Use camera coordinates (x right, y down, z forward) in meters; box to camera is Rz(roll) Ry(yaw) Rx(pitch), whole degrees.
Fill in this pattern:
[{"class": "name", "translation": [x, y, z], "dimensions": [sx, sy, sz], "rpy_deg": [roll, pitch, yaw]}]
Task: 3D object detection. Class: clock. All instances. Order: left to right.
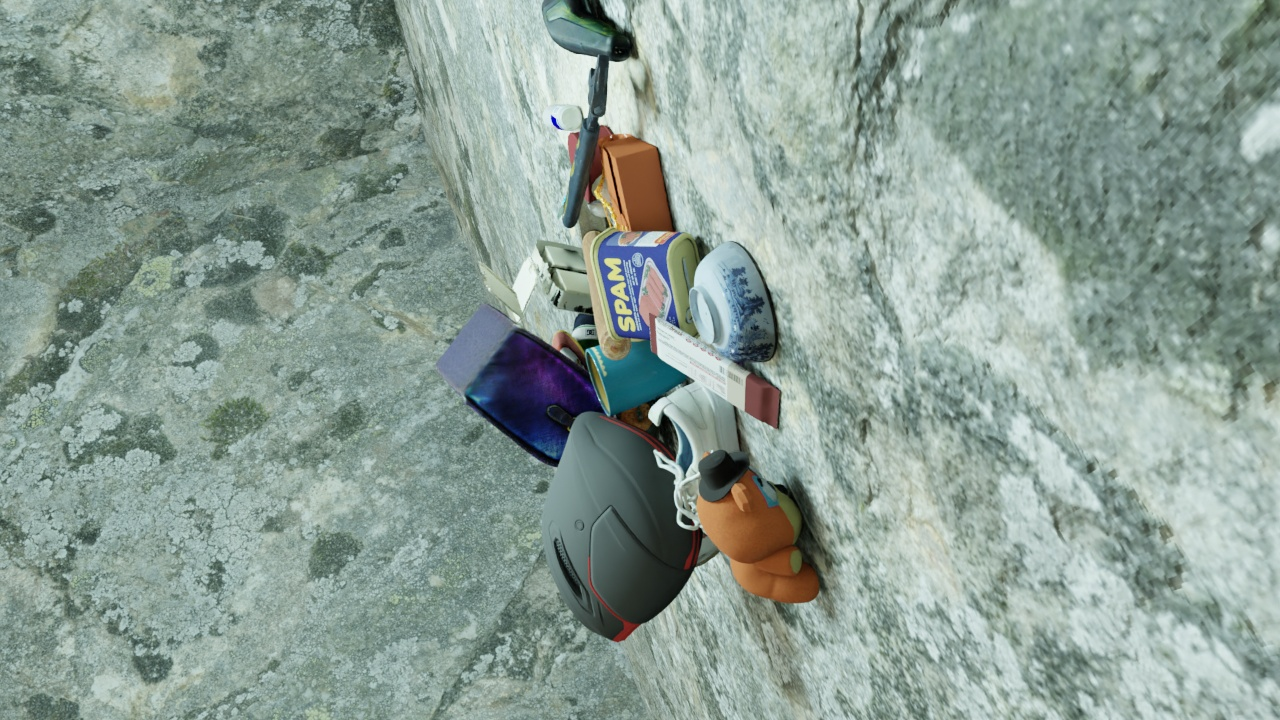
[{"class": "clock", "translation": [-0.048, -0.222, 1.078], "dimensions": [0.087, 0.044, 0.124], "rpy_deg": [130, 120, -76]}, {"class": "clock", "translation": [-0.017, 0.063, 1.299], "dimensions": [0.121, 0.073, 0.158], "rpy_deg": [64, 161, 19]}]

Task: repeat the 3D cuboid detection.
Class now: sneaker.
[{"class": "sneaker", "translation": [-0.065, -0.013, 1.411], "dimensions": [0.236, 0.084, 0.079], "rpy_deg": [90, -178, -63]}, {"class": "sneaker", "translation": [0.070, 0.139, 1.001], "dimensions": [0.089, 0.090, 0.242], "rpy_deg": [-142, 34, -66]}]

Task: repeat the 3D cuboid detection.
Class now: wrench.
[{"class": "wrench", "translation": [-0.058, -0.225, 0.978], "dimensions": [0.274, 0.022, 0.073], "rpy_deg": [114, 159, -61]}]

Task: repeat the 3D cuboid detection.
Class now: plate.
[{"class": "plate", "translation": [-0.071, 0.064, 1.298], "dimensions": [0.229, 0.021, 0.230], "rpy_deg": [54, 156, 39]}]

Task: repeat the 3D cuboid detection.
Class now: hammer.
[{"class": "hammer", "translation": [-0.046, -0.100, 1.110], "dimensions": [0.300, 0.037, 0.158], "rpy_deg": [-104, 3, -55]}]

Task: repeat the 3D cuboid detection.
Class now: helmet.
[{"class": "helmet", "translation": [-0.014, 0.182, 1.077], "dimensions": [0.164, 0.170, 0.264], "rpy_deg": [-4, -111, -62]}]

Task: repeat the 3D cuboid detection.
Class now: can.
[{"class": "can", "translation": [-0.102, -0.316, 1.193], "dimensions": [0.095, 0.032, 0.032], "rpy_deg": [-140, 33, -66]}, {"class": "can", "translation": [0.011, -0.074, 0.921], "dimensions": [0.092, 0.056, 0.116], "rpy_deg": [6, 122, 34]}]

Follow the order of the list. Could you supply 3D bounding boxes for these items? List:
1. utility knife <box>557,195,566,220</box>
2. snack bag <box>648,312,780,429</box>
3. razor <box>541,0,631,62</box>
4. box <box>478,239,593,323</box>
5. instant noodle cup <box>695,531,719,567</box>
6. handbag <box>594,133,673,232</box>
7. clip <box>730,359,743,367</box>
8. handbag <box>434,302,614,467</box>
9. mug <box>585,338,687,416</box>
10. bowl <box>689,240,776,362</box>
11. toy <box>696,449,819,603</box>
[{"class": "utility knife", "translation": [-0.094, -0.214, 1.212], "dimensions": [0.151, 0.015, 0.022], "rpy_deg": [-75, -17, -65]}, {"class": "snack bag", "translation": [0.068, 0.008, 0.871], "dimensions": [0.158, 0.013, 0.057], "rpy_deg": [32, 146, 30]}, {"class": "razor", "translation": [-0.052, -0.340, 0.928], "dimensions": [0.151, 0.053, 0.067], "rpy_deg": [47, 135, 48]}, {"class": "box", "translation": [-0.149, -0.093, 1.292], "dimensions": [0.107, 0.192, 0.143], "rpy_deg": [-65, 31, 28]}, {"class": "instant noodle cup", "translation": [0.054, 0.205, 1.181], "dimensions": [0.108, 0.097, 0.098], "rpy_deg": [52, 159, 36]}, {"class": "handbag", "translation": [-0.009, -0.149, 0.994], "dimensions": [0.109, 0.060, 0.172], "rpy_deg": [-125, 20, -62]}, {"class": "clip", "translation": [0.096, 0.020, 0.894], "dimensions": [0.035, 0.013, 0.052], "rpy_deg": [-161, 55, -73]}, {"class": "handbag", "translation": [-0.141, 0.040, 1.204], "dimensions": [0.222, 0.125, 0.205], "rpy_deg": [39, 175, -27]}, {"class": "mug", "translation": [-0.007, 0.006, 1.098], "dimensions": [0.112, 0.104, 0.084], "rpy_deg": [-138, 30, -70]}, {"class": "bowl", "translation": [0.074, -0.045, 0.813], "dimensions": [0.114, 0.045, 0.114], "rpy_deg": [161, 90, -78]}, {"class": "toy", "translation": [0.105, 0.157, 0.876], "dimensions": [0.176, 0.096, 0.112], "rpy_deg": [46, -179, -28]}]
